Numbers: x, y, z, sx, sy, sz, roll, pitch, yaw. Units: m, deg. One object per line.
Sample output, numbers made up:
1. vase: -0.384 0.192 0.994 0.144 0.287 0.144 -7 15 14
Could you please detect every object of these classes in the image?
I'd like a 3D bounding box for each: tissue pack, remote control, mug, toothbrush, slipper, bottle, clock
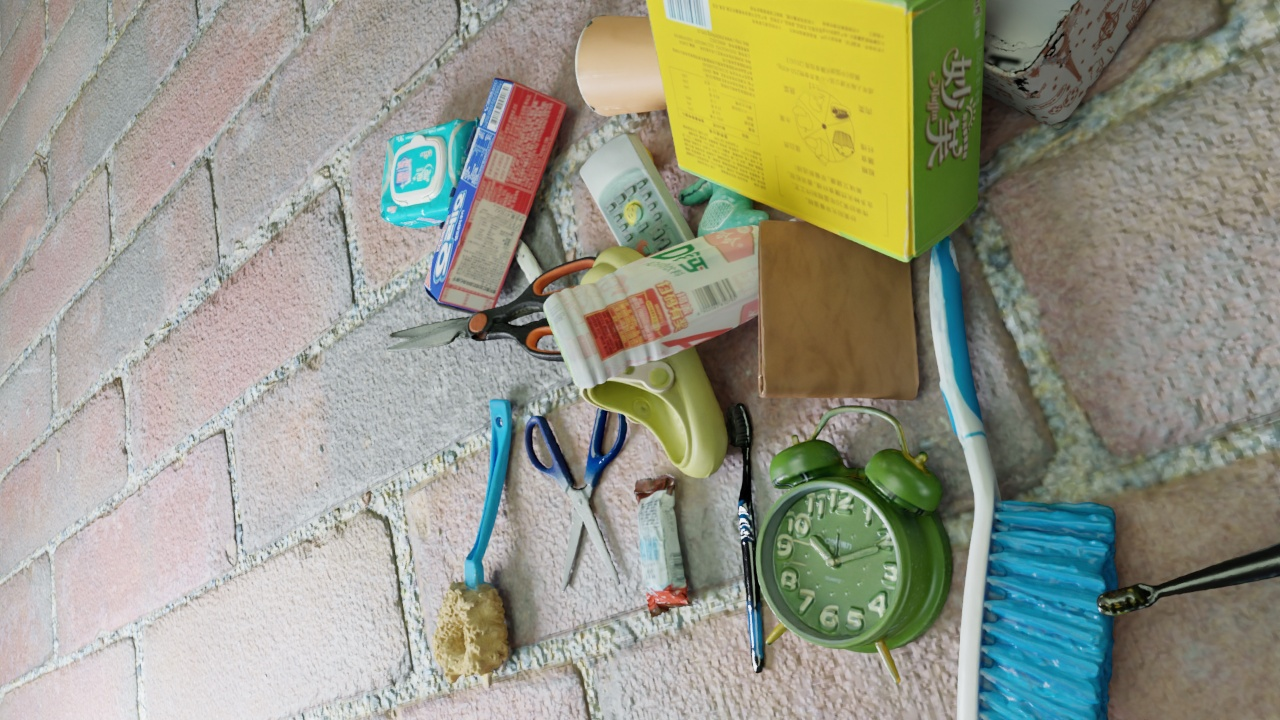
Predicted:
1. tissue pack: -0.200 -0.182 0.903 0.134 0.050 0.093 -1 83 40
2. remote control: 0.004 -0.107 0.710 0.056 0.019 0.135 -31 85 35
3. mug: 0.021 -0.230 0.709 0.123 0.078 0.078 10 91 36
4. toothbrush: 0.314 0.082 0.409 0.213 0.027 0.026 -23 63 22
5. toothbrush: 0.075 0.124 0.650 0.014 0.016 0.189 -12 78 44
6. slipper: -0.004 0.004 0.673 0.190 0.081 0.092 63 155 18
7. toothbrush: -0.070 -0.042 0.798 0.016 0.017 0.187 -51 53 28
8. bottle: 0.036 -0.047 0.615 0.197 0.068 0.068 -23 63 -6
9. clock: 0.131 0.109 0.576 0.116 0.056 0.161 4 86 40

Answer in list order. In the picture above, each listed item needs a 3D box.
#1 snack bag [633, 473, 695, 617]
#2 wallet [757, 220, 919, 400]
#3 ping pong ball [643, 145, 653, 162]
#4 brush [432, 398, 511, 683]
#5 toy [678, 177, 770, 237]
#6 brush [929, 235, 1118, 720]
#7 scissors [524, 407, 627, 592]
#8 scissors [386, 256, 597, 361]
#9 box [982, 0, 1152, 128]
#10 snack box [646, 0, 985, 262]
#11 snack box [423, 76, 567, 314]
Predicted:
1. snack bag: 0.015 0.138 0.691 0.045 0.026 0.105 -23 68 46
2. wallet: 0.124 -0.032 0.583 0.020 0.101 0.115 125 147 -78
3. ping pong ball: -0.009 -0.158 0.743 0.040 0.040 0.040 -7 80 40
4. brush: -0.139 0.161 0.818 0.083 0.045 0.254 0 80 45
5. toy: 0.062 -0.120 0.680 0.097 0.030 0.091 -19 52 45
6. brush: 0.207 0.079 0.511 0.110 0.060 0.314 2 82 35
7. scissors: -0.050 0.103 0.762 0.162 0.012 0.175 39 110 36
8. scissors: -0.122 -0.043 0.800 0.235 0.021 0.148 15 72 32
9. box: 0.242 -0.292 0.529 0.177 0.082 0.260 45 108 35
10. snack box: 0.100 -0.170 0.558 0.210 0.069 0.158 32 149 41
11. snack box: -0.135 -0.146 0.830 0.057 0.058 0.208 37 108 55
